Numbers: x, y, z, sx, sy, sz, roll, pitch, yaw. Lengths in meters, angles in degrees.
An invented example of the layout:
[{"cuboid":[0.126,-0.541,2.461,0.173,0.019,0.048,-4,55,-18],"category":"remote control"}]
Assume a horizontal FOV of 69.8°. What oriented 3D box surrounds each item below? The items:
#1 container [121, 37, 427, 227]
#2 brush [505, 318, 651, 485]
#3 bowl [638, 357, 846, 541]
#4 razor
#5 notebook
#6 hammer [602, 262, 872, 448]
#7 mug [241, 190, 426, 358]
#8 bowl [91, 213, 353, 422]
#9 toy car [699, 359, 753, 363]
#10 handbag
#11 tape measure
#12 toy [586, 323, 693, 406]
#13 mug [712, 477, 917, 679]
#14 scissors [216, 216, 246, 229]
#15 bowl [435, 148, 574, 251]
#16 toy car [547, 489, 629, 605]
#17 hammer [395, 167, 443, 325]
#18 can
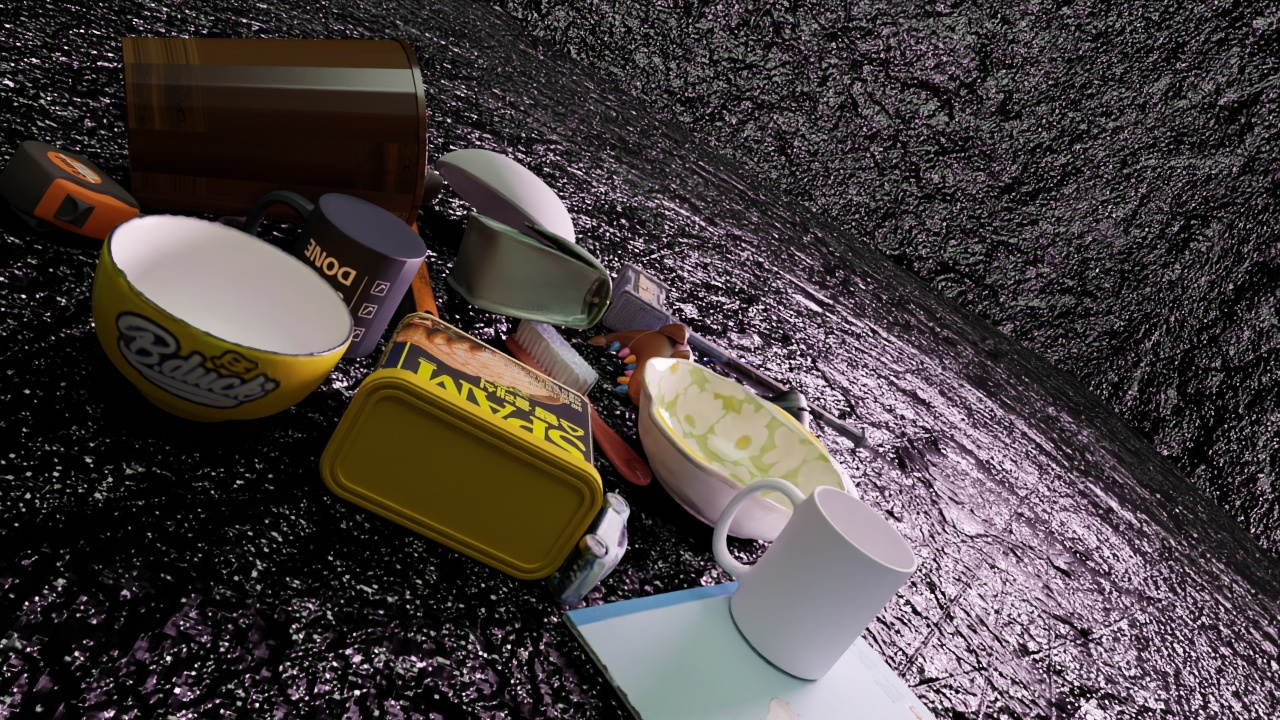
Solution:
[{"cuboid":[-0.241,-0.150,0.601,0.167,0.132,0.132,-4,38,-29],"category":"container"},{"cuboid":[-0.043,0.026,0.692,0.172,0.030,0.040,46,23,29],"category":"brush"},{"cuboid":[0.067,0.077,0.704,0.188,0.060,0.219,44,21,27],"category":"bowl"},{"cuboid":[0.150,0.080,0.821,0.053,0.064,0.140,14,27,-43],"category":"razor"},{"cuboid":[0.089,0.198,0.531,0.253,0.009,0.181,9,31,-51],"category":"notebook"},{"cuboid":[0.110,0.010,0.949,0.322,0.044,0.098,31,20,-11],"category":"hammer"},{"cuboid":[-0.198,-0.062,0.575,0.105,0.078,0.071,32,20,-8],"category":"mug"},{"cuboid":[-0.211,-0.013,0.455,0.117,0.068,0.117,30,20,-12],"category":"bowl"},{"cuboid":[0.048,-0.001,0.850,0.092,0.062,0.033,33,20,-4],"category":"toy car"},{"cuboid":[-0.090,-0.074,0.736,0.106,0.067,0.122,14,10,-25],"category":"handbag"},{"cuboid":[-0.322,-0.091,0.511,0.058,0.038,0.058,38,6,8],"category":"tape measure"},{"cuboid":[-0.005,0.005,0.797,0.103,0.071,0.090,12,33,12],"category":"toy"},{"cuboid":[0.097,0.123,0.565,0.110,0.091,0.073,40,20,19],"category":"mug"},{"cuboid":[-0.269,-0.107,0.667,0.141,0.014,0.158,19,27,-36],"category":"scissors"},{"cuboid":[-0.115,-0.151,0.845,0.149,0.043,0.149,34,-8,5],"category":"bowl"},{"cuboid":[-0.025,0.106,0.520,0.027,0.039,0.089,36,20,-2],"category":"toy car"},{"cuboid":[-0.202,-0.111,0.730,0.137,0.035,0.314,34,18,-37],"category":"hammer"},{"cuboid":[-0.093,0.043,0.509,0.135,0.075,0.104,29,18,-15],"category":"can"}]
